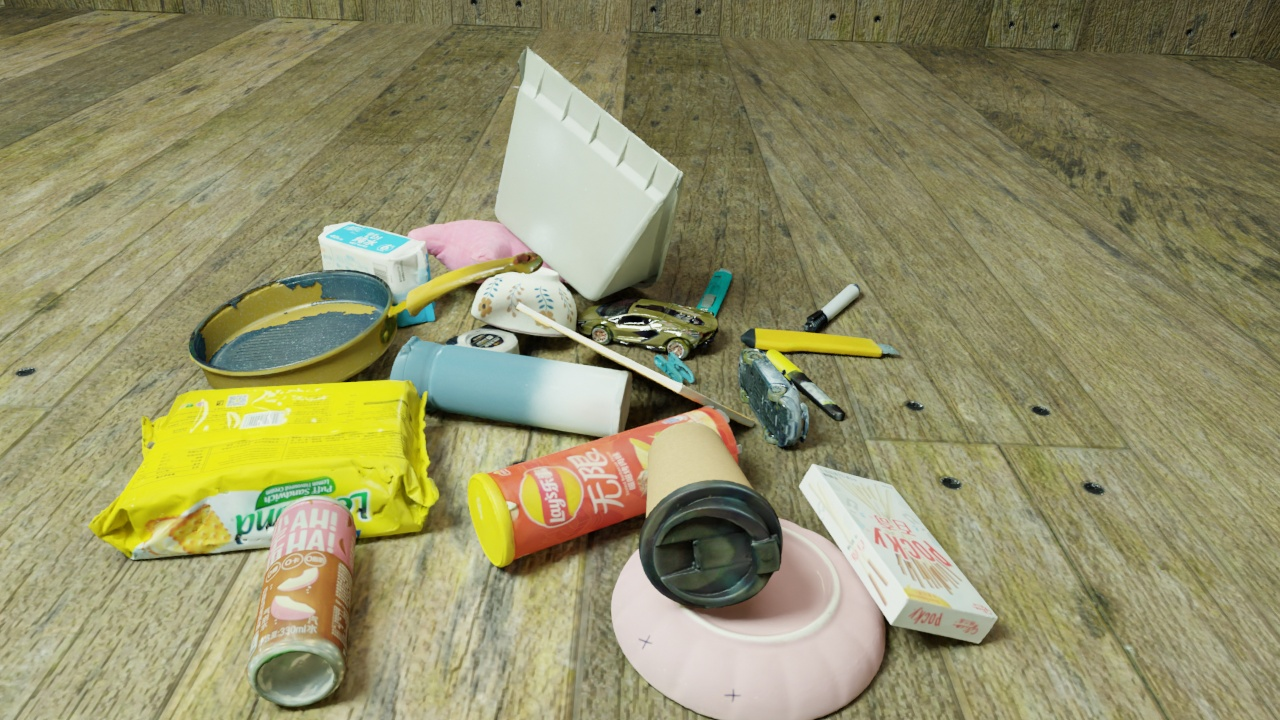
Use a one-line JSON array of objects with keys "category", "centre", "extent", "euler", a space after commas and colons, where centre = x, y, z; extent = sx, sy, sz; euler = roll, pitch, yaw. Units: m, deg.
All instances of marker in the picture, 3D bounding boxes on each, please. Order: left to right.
[{"category": "marker", "centre": [0.164, 0.025, 0.922], "extent": [0.018, 0.015, 0.124], "euler": [-13, 36, -24]}, {"category": "marker", "centre": [0.226, -0.063, 1.072], "extent": [0.018, 0.023, 0.130], "euler": [15, 33, 31]}]

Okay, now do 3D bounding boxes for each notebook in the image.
[{"category": "notebook", "centre": [-0.005, 0.005, 0.863], "extent": [0.206, 0.010, 0.145], "euler": [26, 0, 36]}]

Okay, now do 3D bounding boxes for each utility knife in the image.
[{"category": "utility knife", "centre": [0.086, -0.079, 1.096], "extent": [0.029, 0.013, 0.159], "euler": [11, 31, 11]}, {"category": "utility knife", "centre": [0.194, -0.016, 0.993], "extent": [0.173, 0.015, 0.033], "euler": [5, 36, 3]}]

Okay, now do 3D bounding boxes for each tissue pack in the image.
[{"category": "tissue pack", "centre": [-0.291, -0.098, 1.024], "extent": [0.140, 0.090, 0.063], "euler": [17, 38, 24]}]

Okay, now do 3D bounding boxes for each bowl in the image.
[{"category": "bowl", "centre": [-0.120, -0.069, 0.981], "extent": [0.113, 0.062, 0.113], "euler": [10, 13, -3]}]

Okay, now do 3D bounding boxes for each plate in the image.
[{"category": "plate", "centre": [0.076, 0.164, 0.643], "extent": [0.192, 0.039, 0.192], "euler": [2, 30, -1]}]

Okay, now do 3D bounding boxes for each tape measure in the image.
[{"category": "tape measure", "centre": [-0.156, -0.007, 0.932], "extent": [0.065, 0.034, 0.066], "euler": [-24, 36, -37]}]

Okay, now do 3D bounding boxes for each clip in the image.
[{"category": "clip", "centre": [0.036, 0.008, 0.940], "extent": [0.046, 0.014, 0.057], "euler": [-10, 33, -24]}]

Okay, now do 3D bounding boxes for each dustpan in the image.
[{"category": "dustpan", "centre": [-0.047, -0.186, 1.024], "extent": [0.222, 0.259, 0.142], "euler": [42, 41, 14]}]

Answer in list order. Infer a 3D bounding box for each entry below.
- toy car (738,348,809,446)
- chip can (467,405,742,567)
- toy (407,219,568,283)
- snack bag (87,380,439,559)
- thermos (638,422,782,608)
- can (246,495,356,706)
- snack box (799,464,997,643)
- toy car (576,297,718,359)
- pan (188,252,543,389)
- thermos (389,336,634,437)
[{"category": "toy car", "centre": [0.123, 0.033, 0.863], "extent": [0.036, 0.054, 0.120], "euler": [-9, 30, -14]}, {"category": "chip can", "centre": [-0.025, 0.095, 0.726], "extent": [0.216, 0.073, 0.073], "euler": [-15, 34, -29]}, {"category": "toy", "centre": [-0.168, -0.121, 1.068], "extent": [0.178, 0.075, 0.194], "euler": [17, 9, 5]}, {"category": "snack bag", "centre": [-0.288, 0.077, 0.740], "extent": [0.246, 0.068, 0.158], "euler": [-4, 30, -10]}, {"category": "thermos", "centre": [0.042, 0.100, 0.631], "extent": [0.093, 0.093, 0.143], "euler": [0, 22, -4]}, {"category": "can", "centre": [-0.223, 0.156, 0.615], "extent": [0.058, 0.058, 0.147], "euler": [-4, 30, -12]}, {"category": "snack box", "centre": [0.185, 0.138, 0.680], "extent": [0.084, 0.027, 0.156], "euler": [17, 22, -24]}, {"category": "toy car", "centre": [0.006, -0.040, 0.998], "extent": [0.158, 0.042, 0.070], "euler": [8, 29, 14]}, {"category": "pan", "centre": [-0.266, -0.051, 0.902], "extent": [0.357, 0.078, 0.197], "euler": [-5, 33, 5]}, {"category": "thermos", "centre": [-0.119, 0.026, 0.842], "extent": [0.220, 0.070, 0.070], "euler": [8, 30, 7]}]
